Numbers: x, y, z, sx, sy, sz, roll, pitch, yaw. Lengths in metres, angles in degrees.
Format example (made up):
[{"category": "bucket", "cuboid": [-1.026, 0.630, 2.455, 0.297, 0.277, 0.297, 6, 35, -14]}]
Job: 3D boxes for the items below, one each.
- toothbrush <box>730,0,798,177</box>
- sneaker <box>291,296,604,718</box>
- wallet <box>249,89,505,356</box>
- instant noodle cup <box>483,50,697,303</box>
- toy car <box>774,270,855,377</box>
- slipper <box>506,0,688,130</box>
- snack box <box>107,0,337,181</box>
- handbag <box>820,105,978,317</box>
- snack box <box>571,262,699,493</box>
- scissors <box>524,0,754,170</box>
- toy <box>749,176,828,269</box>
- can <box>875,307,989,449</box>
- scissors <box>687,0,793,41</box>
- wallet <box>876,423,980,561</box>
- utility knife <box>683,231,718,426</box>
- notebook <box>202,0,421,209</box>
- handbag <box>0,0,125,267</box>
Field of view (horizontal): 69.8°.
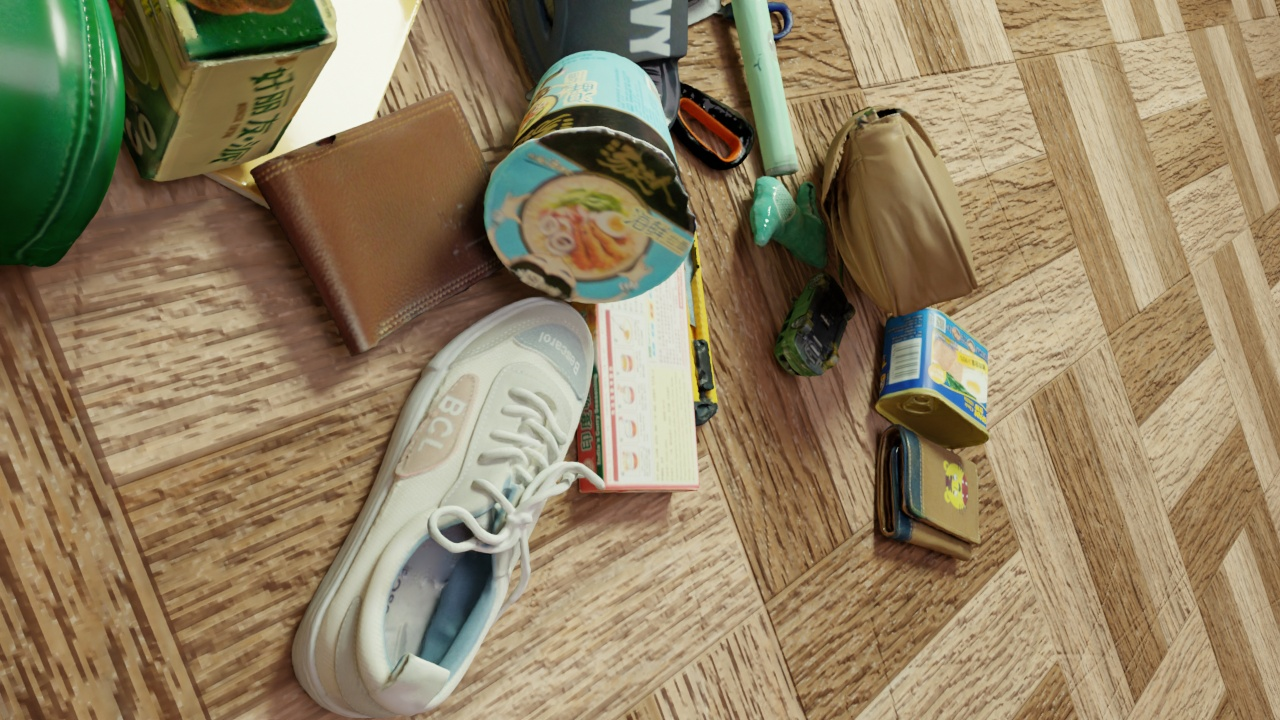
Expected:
[{"category": "toothbrush", "cuboid": [0.087, -0.250, 0.695, 0.026, 0.027, 0.224, -18, 97, -65]}, {"category": "sneaker", "cuboid": [-0.075, 0.057, 0.449, 0.089, 0.091, 0.241, 43, 54, -26]}, {"category": "wallet", "cuboid": [-0.123, -0.073, 0.471, 0.124, 0.032, 0.101, -40, 114, -43]}, {"category": "instant noodle cup", "cuboid": [-0.027, -0.111, 0.515, 0.111, 0.111, 0.120, 34, 35, -30]}, {"category": "toy car", "cuboid": [0.129, -0.027, 0.681, 0.043, 0.036, 0.091, 47, 51, -19]}, {"category": "slipper", "cuboid": [-0.026, -0.256, 0.534, 0.110, 0.083, 0.268, -29, 115, -30]}, {"category": "snack box", "cuboid": [-0.212, -0.206, 0.369, 0.063, 0.115, 0.240, -26, 92, -38]}, {"category": "handbag", "cuboid": [0.183, -0.113, 0.680, 0.148, 0.100, 0.204, 67, 17, -10]}, {"category": "snack box", "cuboid": [-0.003, 0.003, 0.566, 0.077, 0.027, 0.155, 7, 75, -40]}, {"category": "scissors", "cuboid": [0.008, -0.224, 0.631, 0.234, 0.022, 0.220, 41, 62, -28]}, {"category": "toy", "cuboid": [0.115, -0.107, 0.697, 0.092, 0.030, 0.096, 32, 53, -37]}, {"category": "can", "cuboid": [0.243, 0.015, 0.756, 0.102, 0.057, 0.083, 31, 58, -32]}, {"category": "scissors", "cuboid": [0.056, -0.283, 0.702, 0.170, 0.012, 0.140, 9, 75, -38]}, {"category": "wallet", "cuboid": [0.235, 0.110, 0.743, 0.115, 0.033, 0.090, 24, 63, -38]}, {"category": "utility knife", "cuboid": [0.033, -0.031, 0.613, 0.033, 0.015, 0.153, 2, 77, -43]}, {"category": "notebook", "cuboid": [-0.190, -0.183, 0.465, 0.145, 0.010, 0.205, 28, 62, -32]}, {"category": "handbag", "cuboid": [-0.235, -0.100, 0.325, 0.067, 0.132, 0.120, 6, 72, -44]}]
